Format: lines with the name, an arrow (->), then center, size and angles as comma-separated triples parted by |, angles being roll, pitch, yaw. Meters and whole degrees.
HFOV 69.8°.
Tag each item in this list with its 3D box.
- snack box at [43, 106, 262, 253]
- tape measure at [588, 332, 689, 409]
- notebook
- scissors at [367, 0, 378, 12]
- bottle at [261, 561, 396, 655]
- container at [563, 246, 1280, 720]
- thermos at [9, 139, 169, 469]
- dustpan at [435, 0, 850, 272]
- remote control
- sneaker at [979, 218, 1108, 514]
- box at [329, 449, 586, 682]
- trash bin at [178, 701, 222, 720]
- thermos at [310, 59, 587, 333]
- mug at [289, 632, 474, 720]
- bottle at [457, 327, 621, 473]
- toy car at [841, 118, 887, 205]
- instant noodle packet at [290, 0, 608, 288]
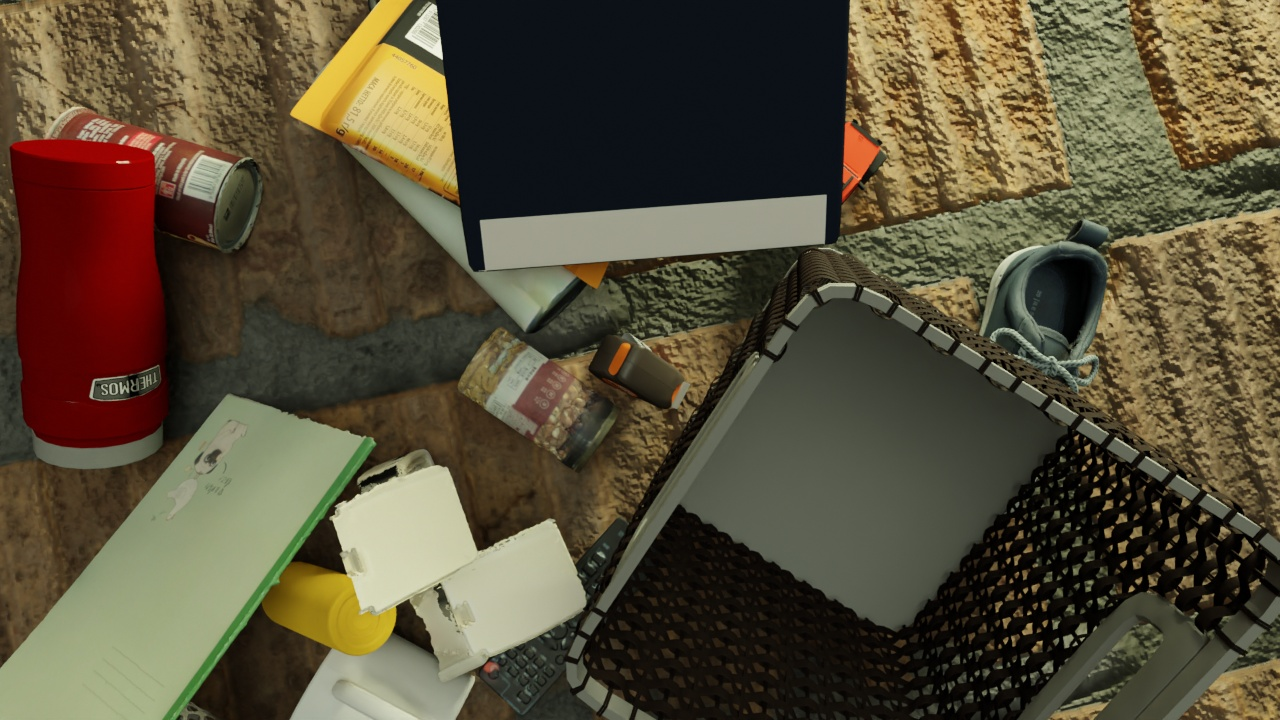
snack box -> -0.337, -0.124, 0.639 | 0.121, 0.072, 0.072 | 16, 84, -3
tape measure -> -0.004, 0.004, 0.657 | 0.058, 0.059, 0.038 | 34, 80, -40
notebook -> -0.285, 0.134, 0.554 | 0.182, 0.010, 0.252 | 10, 58, 39
scissors -> -0.131, -0.293, 0.696 | 0.157, 0.012, 0.171 | -29, 88, -5
bottle -> -0.209, 0.156, 0.593 | 0.043, 0.144, 0.043 | 4, 85, -41
container -> 0.136, 0.091, 0.531 | 0.245, 0.243, 0.248 | 31, 107, -1
thermos -> -0.362, -0.039, 0.595 | 0.108, 0.083, 0.199 | 19, 112, 28
dustpan -> 0.000, -0.205, 0.558 | 0.236, 0.080, 0.273 | -5, 112, -6
remote control -> -0.049, 0.181, 0.658 | 0.047, 0.022, 0.150 | 43, 86, 0
sneaker -> 0.276, 0.015, 0.659 | 0.089, 0.087, 0.235 | 20, 84, -2
box -> -0.102, 0.119, 0.570 | 0.105, 0.187, 0.143 | -23, 93, -2
trash bin -> -0.281, 0.307, 0.565 | 0.183, 0.156, 0.156 | 32, 84, 2
thermos -> -0.136, -0.121, 0.655 | 0.068, 0.068, 0.230 | -44, 89, -6
mug -> -0.168, 0.226, 0.595 | 0.090, 0.121, 0.090 | 29, 65, -1
bottle -> -0.071, 0.028, 0.651 | 0.105, 0.056, 0.056 | 34, 84, 0
toy car -> 0.140, -0.136, 0.683 | 0.051, 0.049, 0.100 | 40, 83, 0
instant noodle packet -> -0.100, -0.161, 0.633 | 0.220, 0.032, 0.159 | 29, 55, -12
